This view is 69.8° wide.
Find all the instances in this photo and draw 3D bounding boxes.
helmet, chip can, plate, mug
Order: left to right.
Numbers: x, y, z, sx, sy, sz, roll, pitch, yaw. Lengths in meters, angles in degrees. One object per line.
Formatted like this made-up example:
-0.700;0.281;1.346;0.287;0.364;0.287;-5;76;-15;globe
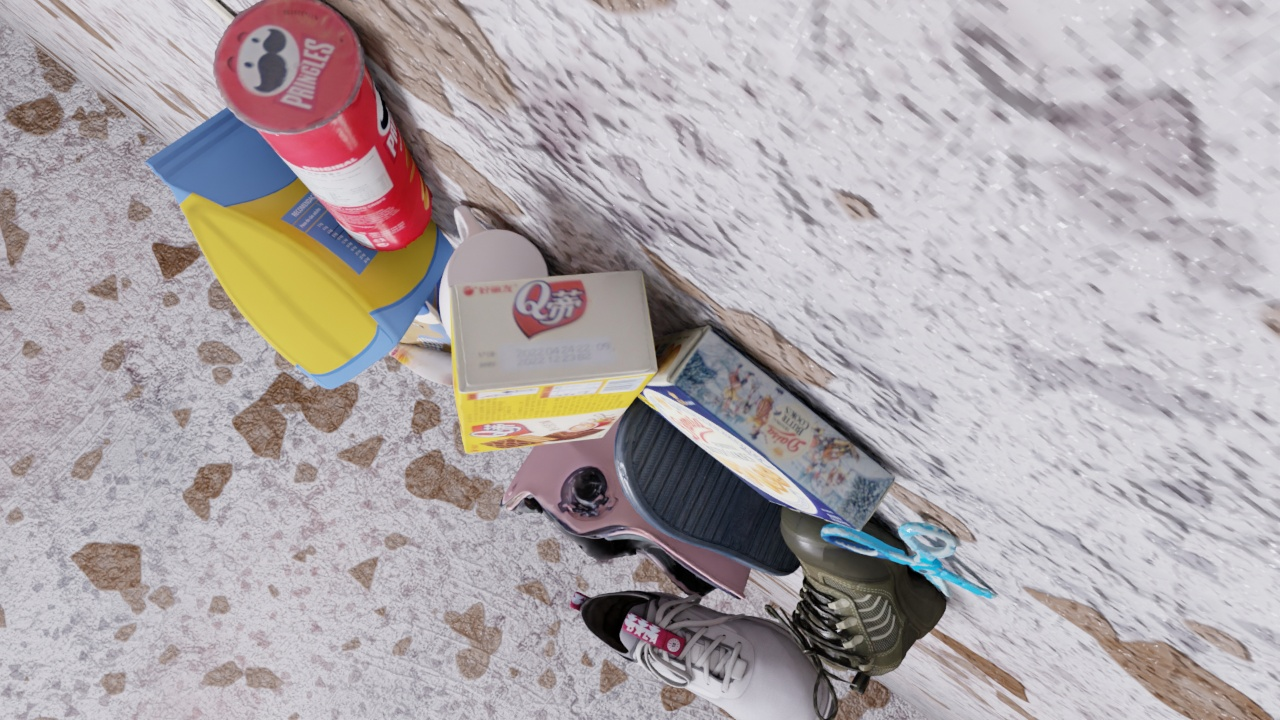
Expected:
-0.180;-0.129;0.565;0.073;0.073;0.233;37;171;2;chip can
-0.187;-0.005;1.068;0.186;0.016;0.187;-1;-164;-36;plate
-0.109;-0.062;0.652;0.088;0.081;0.114;133;114;-75;mug
0.008;0.133;0.886;0.256;0.152;0.230;13;159;47;helmet

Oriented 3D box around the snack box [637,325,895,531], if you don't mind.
0.065;0.041;0.578;0.145;0.042;0.144;38;171;-9;snack box

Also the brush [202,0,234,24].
-0.278;-0.230;0.619;0.217;0.012;0.033;42;170;-19;brush

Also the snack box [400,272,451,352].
-0.261;-0.080;0.950;0.155;0.069;0.203;12;163;16;snack box

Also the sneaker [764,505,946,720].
0.149;0.200;0.736;0.101;0.142;0.238;27;166;47;sneaker

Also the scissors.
0.182;0.137;0.630;0.115;0.013;0.140;-1;151;35;scissors

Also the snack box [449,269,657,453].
-0.066;0.010;0.596;0.110;0.061;0.231;-6;168;-11;snack box

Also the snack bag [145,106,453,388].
-0.263;-0.104;0.718;0.205;0.102;0.158;49;-153;-22;snack bag

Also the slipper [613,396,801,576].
0.049;0.102;0.740;0.083;0.101;0.263;14;161;46;slipper

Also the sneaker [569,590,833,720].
0.051;0.265;0.839;0.263;0.096;0.128;11;167;45;sneaker
